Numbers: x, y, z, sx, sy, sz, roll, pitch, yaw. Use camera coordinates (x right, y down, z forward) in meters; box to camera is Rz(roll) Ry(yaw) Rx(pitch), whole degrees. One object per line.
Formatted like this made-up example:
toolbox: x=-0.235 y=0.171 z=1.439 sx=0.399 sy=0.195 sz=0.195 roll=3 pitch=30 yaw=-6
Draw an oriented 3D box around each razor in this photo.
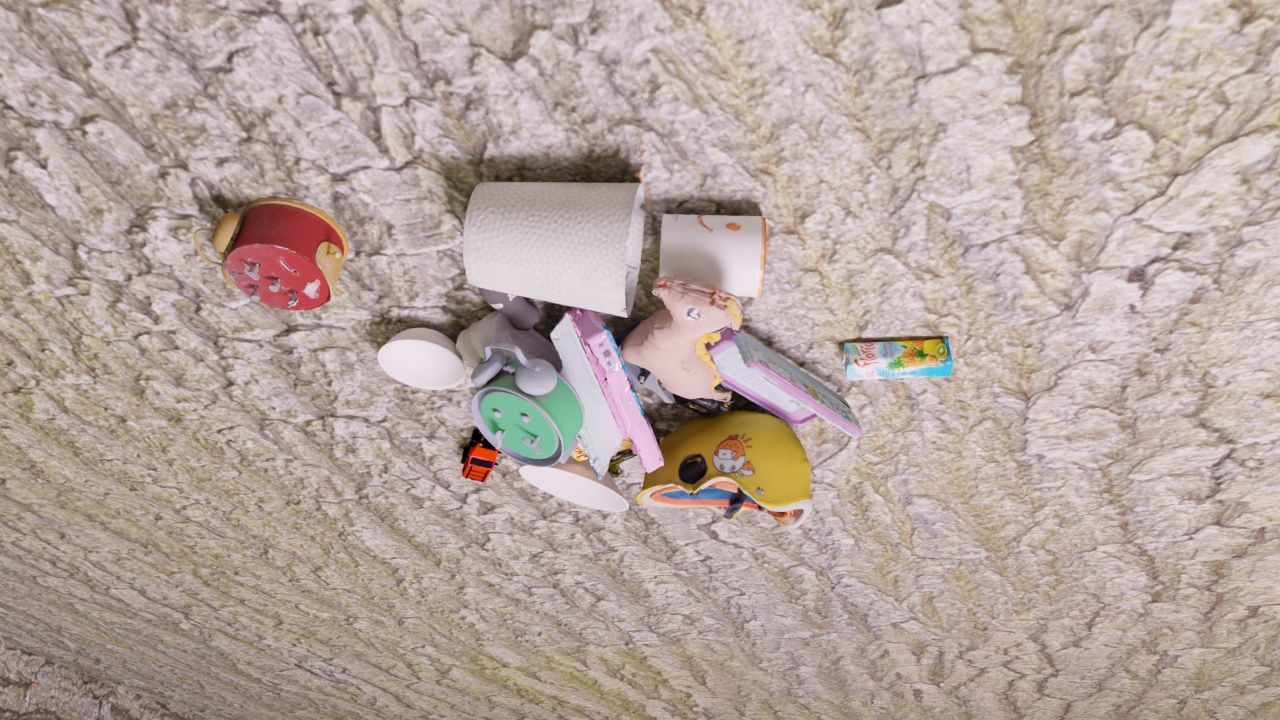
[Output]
razor: x=-0.013 y=0.139 z=1.362 sx=0.106 sy=0.026 sz=0.042 roll=-28 pitch=132 yaw=32

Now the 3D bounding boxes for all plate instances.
plate: x=-0.095 y=0.178 z=1.386 sx=0.174 sy=0.036 sz=0.174 roll=16 pitch=157 yaw=7

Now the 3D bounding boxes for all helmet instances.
helmet: x=0.118 y=0.137 z=1.243 sx=0.240 sy=0.139 sz=0.209 roll=3 pitch=163 yaw=21

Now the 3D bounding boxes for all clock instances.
clock: x=-0.136 y=0.048 z=1.050 sx=0.122 sy=0.075 sz=0.162 roll=7 pitch=132 yaw=29
clock: x=-0.403 y=-0.108 z=0.995 sx=0.159 sy=0.081 sz=0.117 roll=9 pitch=145 yaw=-7

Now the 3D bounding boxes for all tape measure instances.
tape measure: x=0.077 y=0.045 z=1.183 sx=0.072 sy=0.042 sz=0.071 roll=28 pitch=171 yaw=-21

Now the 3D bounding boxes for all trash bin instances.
trash bin: x=-0.084 y=-0.118 z=0.916 sx=0.161 sy=0.133 sz=0.133 roll=7 pitch=145 yaw=5

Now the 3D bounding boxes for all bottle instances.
bottle: x=-0.158 y=-0.075 z=1.056 sx=0.036 sy=0.036 sz=0.110 roll=-15 pitch=141 yaw=25

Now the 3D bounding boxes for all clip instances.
clip: x=-0.008 y=0.007 z=1.167 sx=0.090 sy=0.027 sz=0.162 roll=-3 pitch=143 yaw=11

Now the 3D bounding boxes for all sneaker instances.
sneaker: x=-0.134 y=0.028 z=1.167 sx=0.091 sy=0.089 sz=0.242 roll=-19 pitch=133 yaw=36

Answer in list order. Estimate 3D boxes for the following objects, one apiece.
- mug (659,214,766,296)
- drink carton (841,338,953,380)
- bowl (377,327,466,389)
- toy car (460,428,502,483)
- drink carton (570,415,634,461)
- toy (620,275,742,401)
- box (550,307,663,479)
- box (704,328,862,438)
mug: x=0.074 y=-0.108 z=0.945 sx=0.105 sy=0.082 sz=0.082 roll=3 pitch=145 yaw=4
drink carton: x=0.308 y=0.000 z=1.107 sx=0.129 sy=0.044 sz=0.039 roll=-3 pitch=145 yaw=8
bowl: x=-0.271 y=-0.010 z=1.157 sx=0.110 sy=0.040 sz=0.110 roll=4 pitch=146 yaw=3
toy car: x=-0.236 y=0.144 z=1.366 sx=0.051 sy=0.048 sz=0.100 roll=16 pitch=143 yaw=-16
drink carton: x=-0.057 y=0.101 z=1.294 sx=0.123 sy=0.041 sz=0.058 roll=-16 pitch=140 yaw=27
toy: x=0.066 y=-0.018 z=0.996 sx=0.196 sy=0.065 sz=0.265 roll=23 pitch=160 yaw=-15
box: x=-0.053 y=0.051 z=1.120 sx=0.090 sy=0.084 sz=0.230 roll=-29 pitch=128 yaw=-9
box: x=0.177 y=0.029 z=1.148 sx=0.214 sy=0.062 sz=0.140 roll=30 pitch=172 yaw=-32
